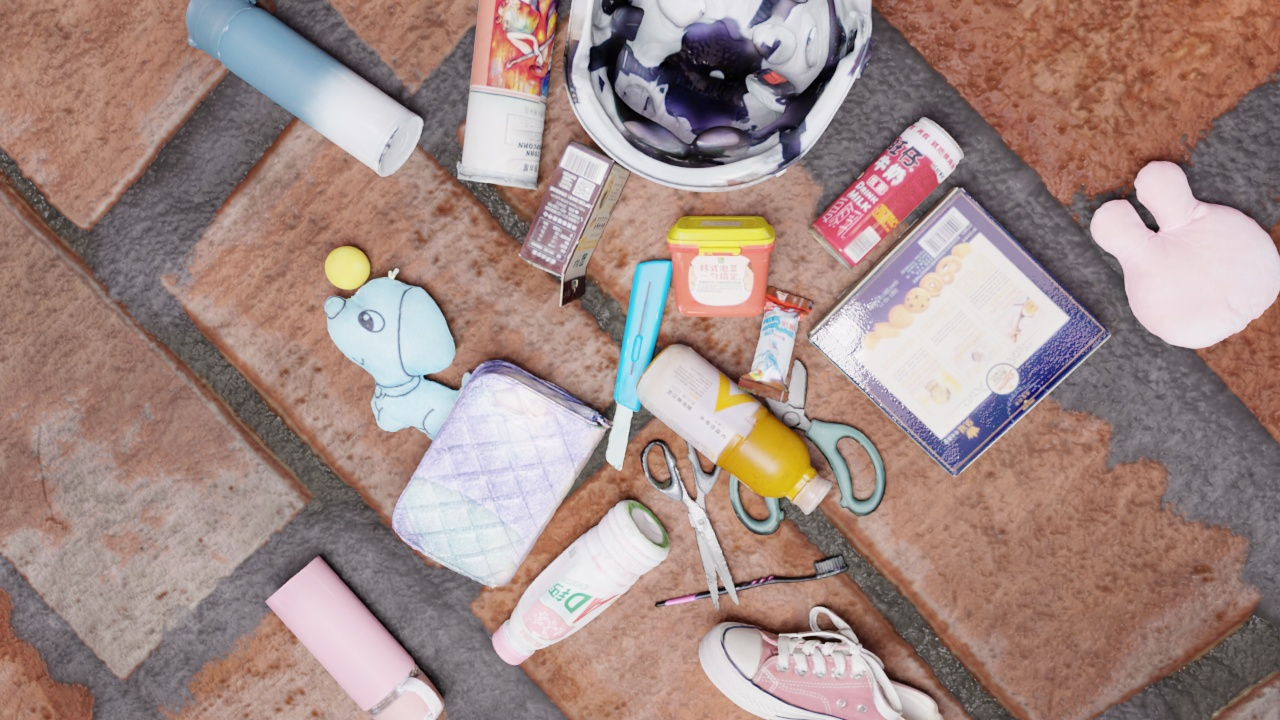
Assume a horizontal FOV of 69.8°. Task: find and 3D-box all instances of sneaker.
[{"bbox_3d":[0.175,0.285,0.835,0.241,0.118,0.088,23,119,-4],"label":"sneaker"}]

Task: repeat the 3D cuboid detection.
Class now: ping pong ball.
[{"bbox_3d":[-0.272,-0.086,0.854,0.040,0.040,0.040,1,100,6],"label":"ping pong ball"}]

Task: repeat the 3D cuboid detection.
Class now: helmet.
[{"bbox_3d":[0.062,-0.255,0.735,0.229,0.146,0.258,19,90,1],"label":"helmet"}]

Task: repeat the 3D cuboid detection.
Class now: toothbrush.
[{"bbox_3d":[0.104,0.213,0.877,0.189,0.014,0.018,-14,88,9],"label":"toothbrush"}]

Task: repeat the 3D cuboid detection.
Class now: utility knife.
[{"bbox_3d":[-0.005,0.005,0.851,0.034,0.018,0.205,12,102,4],"label":"utility knife"}]

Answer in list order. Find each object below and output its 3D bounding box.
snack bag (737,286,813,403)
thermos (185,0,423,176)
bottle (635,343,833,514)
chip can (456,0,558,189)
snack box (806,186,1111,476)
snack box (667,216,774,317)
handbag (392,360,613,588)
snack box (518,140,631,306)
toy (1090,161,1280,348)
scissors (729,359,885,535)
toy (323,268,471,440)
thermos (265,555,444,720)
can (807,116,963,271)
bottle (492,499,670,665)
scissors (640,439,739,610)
[{"bbox_3d":[0.120,-0.014,0.811,0.048,0.026,0.104,18,63,6],"label":"snack bag"},{"bbox_3d":[-0.300,-0.252,0.817,0.220,0.070,0.070,35,101,0],"label":"thermos"},{"bbox_3d":[0.084,0.063,0.811,0.189,0.068,0.068,39,101,10],"label":"bottle"},{"bbox_3d":[-0.111,-0.260,0.791,0.071,0.071,0.215,9,100,5],"label":"chip can"},{"bbox_3d":[0.272,-0.024,0.800,0.182,0.045,0.178,44,101,-2],"label":"snack box"},{"bbox_3d":[0.070,-0.081,0.798,0.091,0.081,0.080,1,110,7],"label":"snack box"},{"bbox_3d":[-0.132,0.102,0.852,0.134,0.075,0.194,31,103,-9],"label":"handbag"},{"bbox_3d":[-0.054,-0.118,0.787,0.053,0.113,0.126,27,101,2],"label":"snack box"},{"bbox_3d":[0.453,-0.088,0.764,0.121,0.054,0.159,-41,94,4],"label":"toy"},{"bbox_3d":[0.134,0.092,0.850,0.176,0.019,0.175,-36,95,12],"label":"scissors"},{"bbox_3d":[-0.221,-0.006,0.858,0.161,0.049,0.156,13,101,-4],"label":"toy"},{"bbox_3d":[-0.272,0.283,0.898,0.198,0.067,0.087,49,136,-1],"label":"thermos"},{"bbox_3d":[0.209,-0.141,0.783,0.053,0.053,0.133,44,101,-2],"label":"can"},{"bbox_3d":[-0.062,0.215,0.871,0.197,0.068,0.068,-43,93,15],"label":"bottle"},{"bbox_3d":[0.049,0.150,0.868,0.150,0.014,0.171,21,99,4],"label":"scissors"}]
